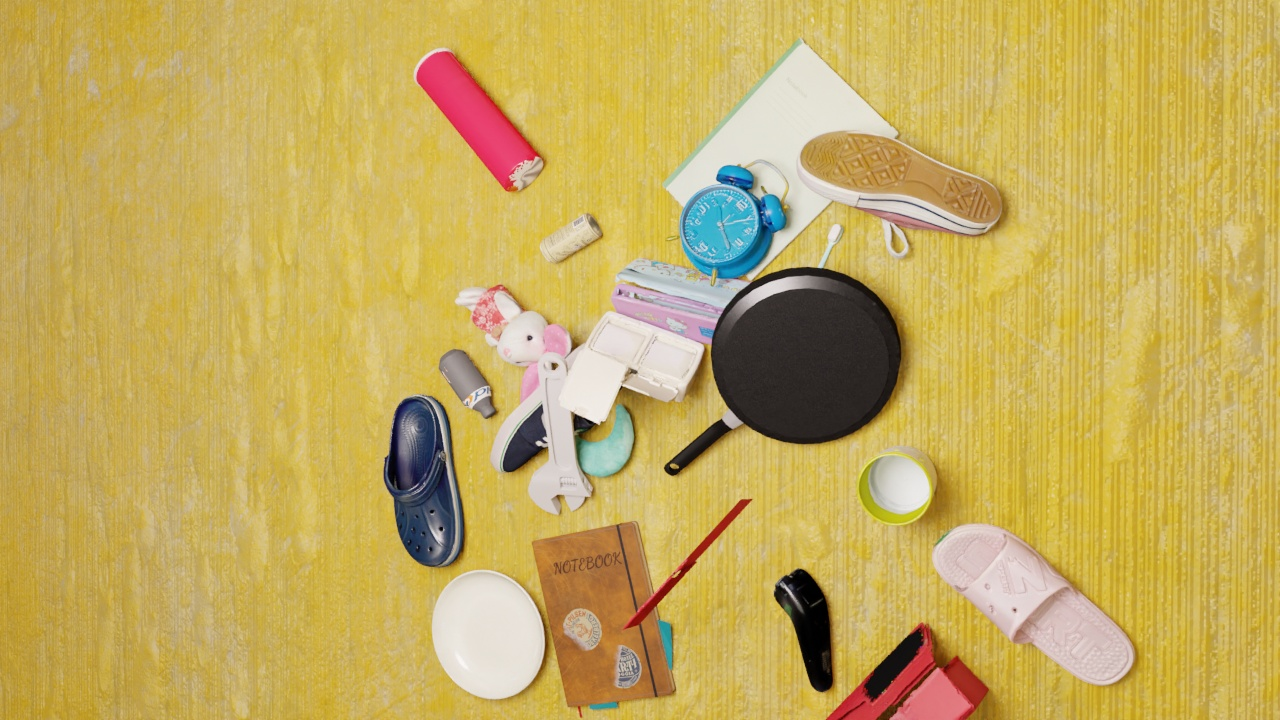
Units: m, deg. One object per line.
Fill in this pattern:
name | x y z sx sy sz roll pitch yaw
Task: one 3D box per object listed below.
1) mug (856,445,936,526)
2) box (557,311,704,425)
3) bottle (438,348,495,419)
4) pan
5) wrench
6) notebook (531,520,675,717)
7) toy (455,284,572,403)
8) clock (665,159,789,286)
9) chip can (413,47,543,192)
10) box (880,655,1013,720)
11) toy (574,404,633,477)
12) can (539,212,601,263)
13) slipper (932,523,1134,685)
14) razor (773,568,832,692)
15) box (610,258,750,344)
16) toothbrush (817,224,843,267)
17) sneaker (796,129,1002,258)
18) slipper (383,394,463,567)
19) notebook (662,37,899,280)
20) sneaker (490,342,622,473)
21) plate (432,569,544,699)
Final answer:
mug | 0.300 0.143 1.065 0.083 0.106 0.082 0 91 22
box | -0.007 0.006 1.129 0.143 0.190 0.069 19 131 7
bottle | -0.245 0.035 1.312 0.047 0.047 0.112 -41 76 17
pan | 0.152 0.041 1.123 0.225 0.034 0.357 42 114 -10
wrench | -0.114 0.100 1.195 0.087 0.018 0.274 3 128 9
notebook | -0.044 0.354 1.253 0.179 0.014 0.249 -15 85 21
toy | -0.173 -0.038 1.265 0.194 0.084 0.160 45 133 15
clock | 0.115 -0.178 1.146 0.117 0.060 0.161 44 99 18
chip can | -0.228 -0.338 1.290 0.069 0.069 0.220 -43 76 16
box | 0.353 0.494 0.974 0.214 0.153 0.325 -51 48 11
toy | -0.050 0.114 1.245 0.105 0.033 0.085 -27 72 23
can | -0.096 -0.166 1.255 0.080 0.038 0.038 -28 80 19
slipper | 0.443 0.274 1.033 0.239 0.064 0.094 38 103 15
razor | 0.205 0.336 1.142 0.067 0.053 0.151 -10 95 49
box | 0.068 -0.072 1.173 0.214 0.077 0.096 15 95 21
toothbrush | 0.210 -0.086 1.148 0.016 0.016 0.181 27 101 18
sneaker | 0.294 -0.196 1.076 0.241 0.088 0.118 19 74 1
slipper | -0.324 0.175 1.322 0.105 0.095 0.252 -9 84 19
notebook | 0.171 -0.254 1.164 0.253 0.010 0.182 -45 75 16
sneaker | -0.112 0.083 1.232 0.236 0.084 0.079 -47 66 19
plate | -0.212 0.386 1.309 0.182 0.034 0.182 0 91 22
